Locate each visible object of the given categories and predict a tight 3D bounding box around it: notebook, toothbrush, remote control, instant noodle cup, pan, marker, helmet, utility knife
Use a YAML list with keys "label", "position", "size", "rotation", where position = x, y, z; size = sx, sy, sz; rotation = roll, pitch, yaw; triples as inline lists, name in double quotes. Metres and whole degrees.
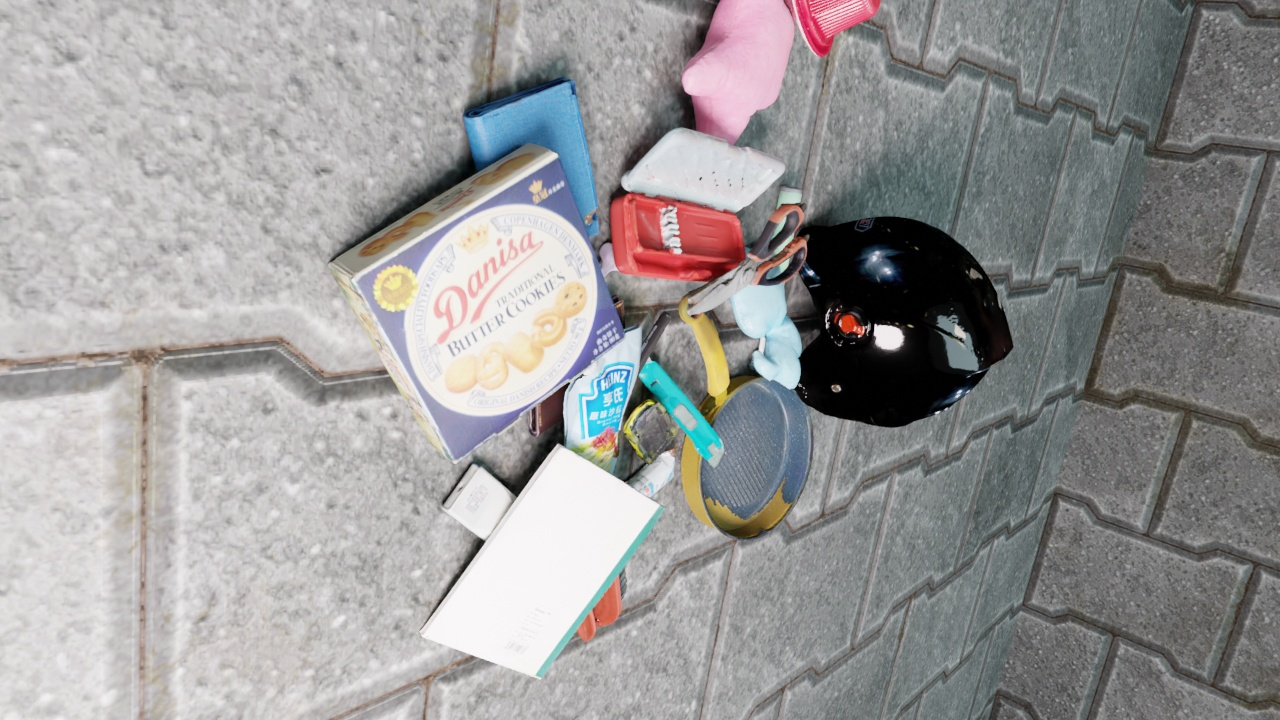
- label: "notebook"
  position: [-0.084, 0.192, 0.849]
  size: [0.150, 0.012, 0.209]
  rotation: [36, 90, -38]
- label: "toothbrush"
  position: [-0.073, -0.029, 0.825]
  size: [0.029, 0.021, 0.189]
  rotation: [39, 73, -12]
- label: "remote control"
  position: [-0.129, 0.140, 0.828]
  size: [0.049, 0.024, 0.125]
  rotation: [-57, 141, -17]
- label: "instant noodle cup"
  position: [0.192, -0.401, 0.894]
  size: [0.193, 0.066, 0.193]
  rotation: [9, 80, -63]
- label: "pan"
  position: [0.105, 0.059, 1.039]
  size: [0.197, 0.078, 0.357]
  rotation: [-49, 125, -24]
- label: "toothbrush"
  position: [0.157, -0.093, 1.080]
  size: [0.026, 0.027, 0.225]
  rotation: [-3, 109, -37]
- label: "marker"
  position: [-0.005, 0.005, 0.913]
  size: [0.015, 0.018, 0.124]
  rotation: [32, 90, -33]
- label: "helmet"
  position: [0.303, -0.058, 1.102]
  size: [0.275, 0.231, 0.232]
  rotation: [60, 34, -12]
- label: "utility knife"
  position: [0.037, 0.047, 0.955]
  size: [0.029, 0.013, 0.179]
  rotation: [-41, 115, -2]

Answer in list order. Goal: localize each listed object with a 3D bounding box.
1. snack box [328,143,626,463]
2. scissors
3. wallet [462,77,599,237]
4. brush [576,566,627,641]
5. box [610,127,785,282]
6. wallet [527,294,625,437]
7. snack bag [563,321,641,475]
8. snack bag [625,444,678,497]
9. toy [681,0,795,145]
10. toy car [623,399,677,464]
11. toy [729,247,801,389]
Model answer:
- label: "snack box"
  position: [-0.115, -0.042, 0.706]
  size: [0.177, 0.046, 0.183]
  rotation: [-37, 129, -21]
- label: "scissors"
  position: [0.114, -0.105, 0.931]
  size: [0.206, 0.015, 0.192]
  rotation: [23, 89, -57]
- label: "wallet"
  position: [-0.083, -0.150, 0.739]
  size: [0.106, 0.040, 0.133]
  rotation: [-30, 129, -30]
- label: "brush"
  position: [-0.051, 0.217, 0.929]
  size: [0.069, 0.063, 0.146]
  rotation: [-49, 142, -48]
- label: "box"
  position: [0.053, -0.147, 0.886]
  size: [0.200, 0.074, 0.155]
  rotation: [-2, 117, -53]
- label: "wallet"
  position: [-0.058, 0.004, 0.844]
  size: [0.122, 0.020, 0.096]
  rotation: [-36, 140, -41]
- label: "snack bag"
  position: [-0.044, 0.060, 0.860]
  size: [0.110, 0.039, 0.191]
  rotation: [-15, 127, -47]
- label: "snack bag"
  position: [0.009, 0.132, 0.997]
  size: [0.103, 0.026, 0.048]
  rotation: [-34, 145, -37]
- label: "toy"
  position: [0.099, -0.280, 0.883]
  size: [0.194, 0.075, 0.178]
  rotation: [-64, 155, 0]
- label: "toy car"
  position: [0.007, 0.071, 0.952]
  size: [0.048, 0.032, 0.105]
  rotation: [-48, 154, -11]
- label: "toy"
  position: [0.135, -0.057, 1.015]
  size: [0.156, 0.050, 0.161]
  rotation: [48, 41, -30]
